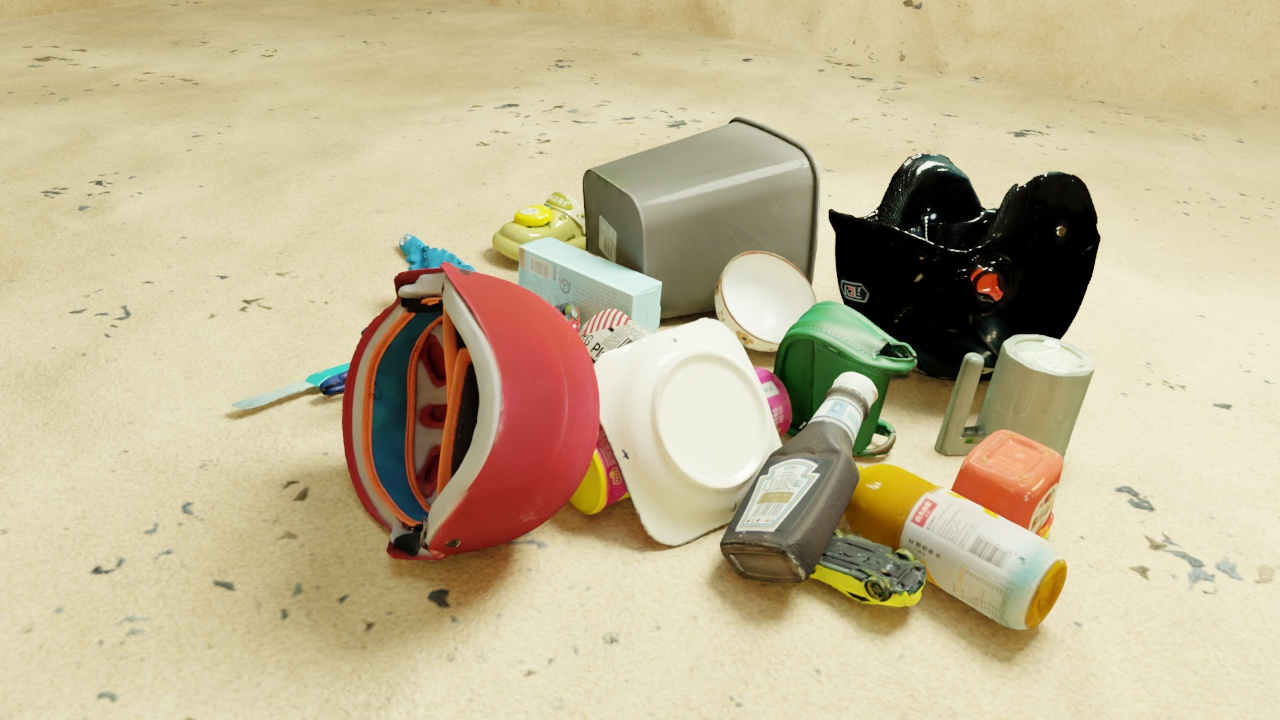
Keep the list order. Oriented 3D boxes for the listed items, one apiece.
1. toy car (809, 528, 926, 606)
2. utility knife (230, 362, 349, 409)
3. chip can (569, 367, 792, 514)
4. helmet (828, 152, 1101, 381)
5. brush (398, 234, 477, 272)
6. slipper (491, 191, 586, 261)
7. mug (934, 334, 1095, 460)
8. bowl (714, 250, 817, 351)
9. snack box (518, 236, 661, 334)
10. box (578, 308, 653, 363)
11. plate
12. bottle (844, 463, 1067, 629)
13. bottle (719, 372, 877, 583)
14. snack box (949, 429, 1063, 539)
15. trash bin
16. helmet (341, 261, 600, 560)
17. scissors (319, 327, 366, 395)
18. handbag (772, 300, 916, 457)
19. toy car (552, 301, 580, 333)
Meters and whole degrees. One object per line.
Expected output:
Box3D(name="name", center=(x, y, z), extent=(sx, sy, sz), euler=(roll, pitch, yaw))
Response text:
Box3D(name="toy car", center=(0.158, 0.154, 0.679), extent=(0.105, 0.032, 0.048), euler=(14, 30, 40))
Box3D(name="utility knife", center=(-0.283, 0.012, 0.883), extent=(0.029, 0.013, 0.220), euler=(29, 35, 36))
Box3D(name="chip can", center=(0.032, 0.064, 0.781), extent=(0.210, 0.071, 0.071), euler=(-16, 36, -34))
Box3D(name="helmet", center=(0.321, -0.091, 0.941), extent=(0.274, 0.230, 0.233), euler=(-2, 15, -14))
Box3D(name="brush", center=(-0.227, -0.099, 1.034), extent=(0.314, 0.060, 0.109), euler=(37, -1, 37))
Box3D(name="slipper", center=(-0.108, -0.181, 1.188), extent=(0.092, 0.082, 0.190), euler=(26, 33, 37))
Box3D(name="mug", center=(0.340, 0.039, 0.839), extent=(0.124, 0.103, 0.083), euler=(0, 30, -11))
Box3D(name="bowl", center=(0.129, -0.056, 0.998), extent=(0.113, 0.062, 0.113), euler=(8, 63, -16))
Box3D(name="snack box", center=(-0.059, -0.072, 1.005), extent=(0.175, 0.074, 0.051), euler=(26, 36, 32))
Box3D(name="box", center=(-0.009, 0.000, 0.879), extent=(0.074, 0.081, 0.163), euler=(-22, 40, -25))
Box3D(name="plate", center=(0.050, 0.050, 0.731), extent=(0.163, 0.163, 0.034), euler=(-21, -2, -35))
Box3D(name="bottle", center=(0.220, 0.129, 0.695), extent=(0.067, 0.068, 0.190), euler=(-20, 35, -37))
Box3D(name="bottle", center=(0.133, 0.084, 0.711), extent=(0.080, 0.044, 0.194), euler=(-9, 34, 45))
Box3D(name="snack box", center=(0.288, 0.107, 0.733), extent=(0.082, 0.080, 0.091), euler=(26, 36, 34))
Box3D(name="trash bin", center=(0.063, -0.158, 1.074), extent=(0.219, 0.199, 0.198), euler=(-16, 34, -22))
Box3D(name="helmet", center=(-0.120, 0.040, 0.683), extent=(0.143, 0.207, 0.241), euler=(4, -7, -35))
Box3D(name="scissors", center=(-0.221, -0.010, 0.856), extent=(0.175, 0.162, 0.012), euler=(-27, 77, -9))
Box3D(name="handbag", center=(0.181, 0.019, 0.825), extent=(0.120, 0.131, 0.067), euler=(24, 44, 23))
Box3D(name="toy car", center=(-0.092, -0.021, 0.931), extent=(0.053, 0.045, 0.120), euler=(-13, 21, 18))
